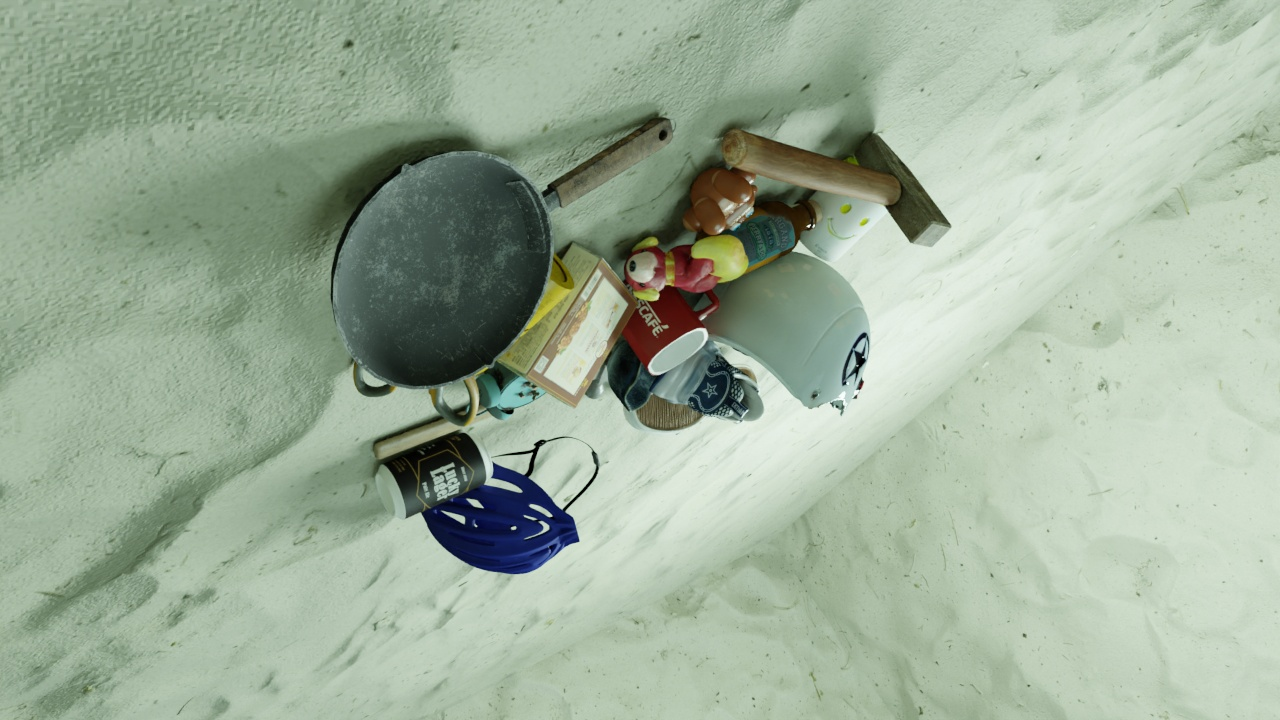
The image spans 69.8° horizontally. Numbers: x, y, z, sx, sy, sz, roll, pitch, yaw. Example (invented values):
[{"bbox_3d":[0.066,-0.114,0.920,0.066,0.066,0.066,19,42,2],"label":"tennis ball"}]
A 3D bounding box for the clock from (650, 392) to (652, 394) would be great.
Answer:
[{"bbox_3d":[0.021,-0.002,1.258,0.091,0.044,0.123,-23,153,-38],"label":"clock"}]

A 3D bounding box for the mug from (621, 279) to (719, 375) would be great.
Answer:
[{"bbox_3d":[0.032,-0.056,1.080,0.116,0.096,0.080,-34,160,-2],"label":"mug"}]

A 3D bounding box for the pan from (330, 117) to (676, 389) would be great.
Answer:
[{"bbox_3d":[-0.105,-0.118,0.772,0.356,0.040,0.208,-39,138,-24],"label":"pan"}]

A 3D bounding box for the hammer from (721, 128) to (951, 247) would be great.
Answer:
[{"bbox_3d":[0.202,-0.208,0.998,0.300,0.157,0.037,3,140,-39],"label":"hammer"}]

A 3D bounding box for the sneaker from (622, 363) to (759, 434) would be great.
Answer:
[{"bbox_3d":[0.055,0.062,1.418,0.127,0.120,0.293,-7,180,40],"label":"sneaker"}]

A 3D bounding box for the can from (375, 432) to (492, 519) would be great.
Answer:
[{"bbox_3d":[-0.252,0.140,1.122,0.128,0.072,0.072,-22,156,-31],"label":"can"}]

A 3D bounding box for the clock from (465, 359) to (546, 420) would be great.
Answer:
[{"bbox_3d":[-0.147,0.024,1.051,0.124,0.053,0.090,-32,159,-7],"label":"clock"}]

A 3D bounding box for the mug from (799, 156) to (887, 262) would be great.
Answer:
[{"bbox_3d":[0.251,-0.187,1.143,0.082,0.082,0.106,-9,149,-49],"label":"mug"}]

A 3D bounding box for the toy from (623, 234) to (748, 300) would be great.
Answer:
[{"bbox_3d":[0.050,-0.103,1.004,0.137,0.067,0.106,-8,160,-3],"label":"toy"}]

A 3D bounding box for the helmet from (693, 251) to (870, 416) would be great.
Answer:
[{"bbox_3d":[0.198,-0.053,1.189,0.164,0.236,0.263,-60,156,9],"label":"helmet"}]

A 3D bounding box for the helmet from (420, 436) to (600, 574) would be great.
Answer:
[{"bbox_3d":[-0.167,0.185,1.246,0.227,0.242,0.148,-43,132,-43],"label":"helmet"}]

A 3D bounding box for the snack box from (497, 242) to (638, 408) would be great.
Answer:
[{"bbox_3d":[-0.071,-0.033,0.976,0.143,0.041,0.147,-59,159,-5],"label":"snack box"}]

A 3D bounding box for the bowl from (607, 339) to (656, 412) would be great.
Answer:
[{"bbox_3d":[-0.007,0.007,1.163,0.110,0.055,0.110,-52,160,-28],"label":"bowl"}]

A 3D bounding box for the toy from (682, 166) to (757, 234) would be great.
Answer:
[{"bbox_3d":[0.094,-0.165,0.983,0.095,0.065,0.127,-42,164,13],"label":"toy"}]

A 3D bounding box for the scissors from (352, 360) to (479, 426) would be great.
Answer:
[{"bbox_3d":[-0.186,-0.021,0.839,0.226,0.166,0.016,-52,-166,38],"label":"scissors"}]

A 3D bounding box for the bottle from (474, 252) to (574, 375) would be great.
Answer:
[{"bbox_3d":[-0.146,-0.041,0.882,0.164,0.071,0.071,-41,159,18],"label":"bottle"}]

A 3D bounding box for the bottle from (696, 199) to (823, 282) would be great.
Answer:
[{"bbox_3d":[0.147,-0.151,1.086,0.156,0.068,0.068,-26,158,-21],"label":"bottle"}]

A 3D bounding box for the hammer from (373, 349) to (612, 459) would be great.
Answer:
[{"bbox_3d":[-0.171,0.052,1.132,0.330,0.030,0.120,-19,154,-29],"label":"hammer"}]

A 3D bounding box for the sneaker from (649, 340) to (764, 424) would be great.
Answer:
[{"bbox_3d":[0.108,0.041,1.228,0.103,0.132,0.269,-59,167,4],"label":"sneaker"}]
